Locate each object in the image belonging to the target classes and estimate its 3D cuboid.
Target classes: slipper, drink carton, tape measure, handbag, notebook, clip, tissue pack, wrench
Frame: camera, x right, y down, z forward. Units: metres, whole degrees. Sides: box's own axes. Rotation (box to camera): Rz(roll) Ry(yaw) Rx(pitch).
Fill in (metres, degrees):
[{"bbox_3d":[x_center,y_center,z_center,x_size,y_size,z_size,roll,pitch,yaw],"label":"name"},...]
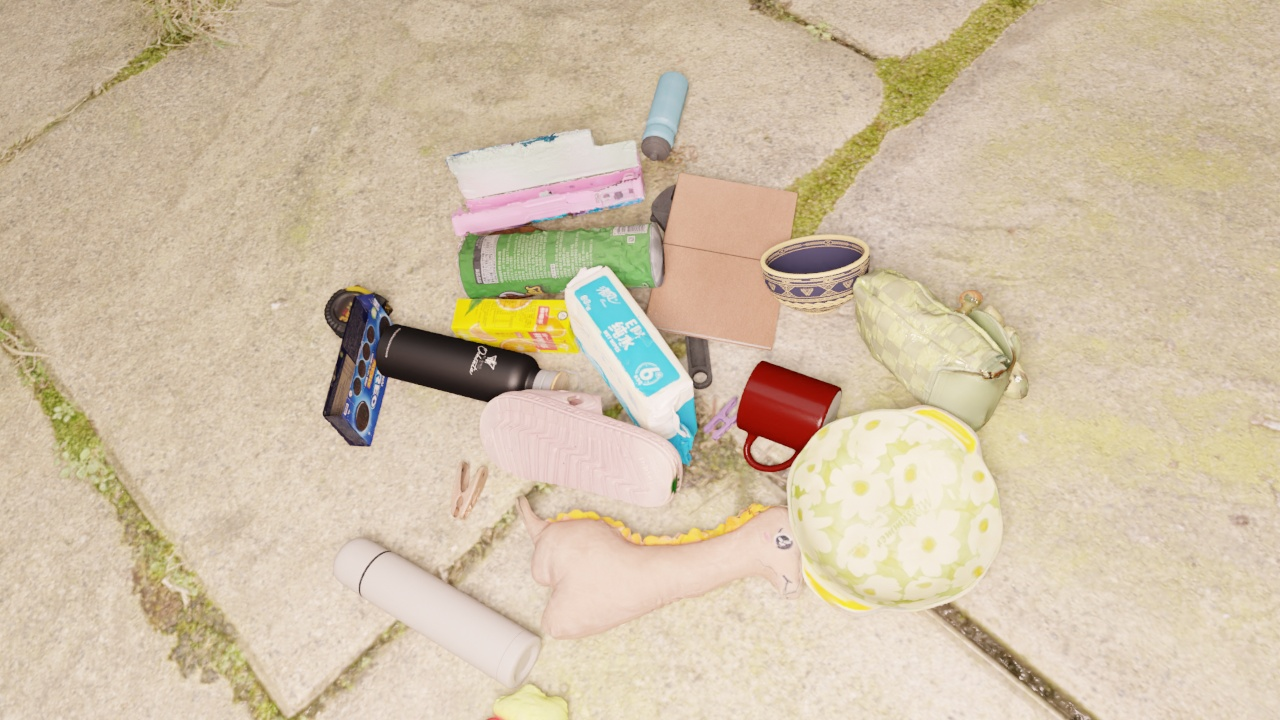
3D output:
[{"bbox_3d":[-0.057,0.079,0.917,0.240,0.094,0.064,12,26,30],"label":"slipper"},{"bbox_3d":[-0.135,-0.037,1.019,0.135,0.058,0.042,1,63,11],"label":"drink carton"},{"bbox_3d":[-0.337,-0.053,1.081,0.062,0.038,0.067,27,72,14],"label":"tape measure"},{"bbox_3d":[0.297,-0.024,0.900,0.116,0.113,0.186,-31,59,-16],"label":"handbag"},{"bbox_3d":[0.093,-0.116,1.033,0.141,0.008,0.208,11,64,5],"label":"notebook"},{"bbox_3d":[0.086,0.059,0.949,0.036,0.013,0.053,28,72,25],"label":"clip"},{"bbox_3d":[-0.188,0.133,0.954,0.043,0.025,0.061,18,70,19],"label":"clip"},{"bbox_3d":[-0.006,0.005,0.937,0.066,0.117,0.209,-29,60,-10],"label":"tissue pack"},{"bbox_3d":[0.054,-0.090,1.037,0.073,0.018,0.272,-8,61,6],"label":"wrench"}]

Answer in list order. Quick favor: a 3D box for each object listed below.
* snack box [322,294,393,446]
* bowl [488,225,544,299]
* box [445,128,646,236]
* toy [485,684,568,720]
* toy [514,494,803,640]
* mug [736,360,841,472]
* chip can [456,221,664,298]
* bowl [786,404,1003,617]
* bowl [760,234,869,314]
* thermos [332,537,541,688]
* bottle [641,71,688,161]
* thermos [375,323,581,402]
[{"bbox_3d":[-0.306,0.012,1.011,0.027,0.082,0.150,1,62,10],"label":"snack box"},{"bbox_3d":[-0.143,-0.110,1.080,0.114,0.026,0.101,12,64,19],"label":"bowl"},{"bbox_3d":[-0.114,-0.219,1.084,0.230,0.097,0.085,-10,24,5],"label":"box"},{"bbox_3d":[-0.114,0.352,0.804,0.092,0.045,0.134,21,61,23],"label":"toy"},{"bbox_3d":[0.021,0.171,0.872,0.264,0.065,0.196,-21,60,-4],"label":"toy"},{"bbox_3d":[0.142,0.063,0.910,0.082,0.073,0.106,20,95,20],"label":"mug"},{"bbox_3d":[-0.084,-0.109,1.006,0.223,0.075,0.075,-2,61,11],"label":"chip can"},{"bbox_3d":[0.227,0.141,0.843,0.188,0.060,0.219,34,70,19],"label":"bowl"},{"bbox_3d":[0.187,-0.085,0.975,0.112,0.061,0.112,-9,26,4],"label":"bowl"},{"bbox_3d":[-0.201,0.237,0.881,0.224,0.052,0.052,23,68,22],"label":"thermos"},{"bbox_3d":[0.029,-0.302,1.146,0.040,0.040,0.129,7,63,14],"label":"bottle"},{"bbox_3d":[-0.173,0.013,0.996,0.231,0.061,0.061,13,64,17],"label":"thermos"}]
